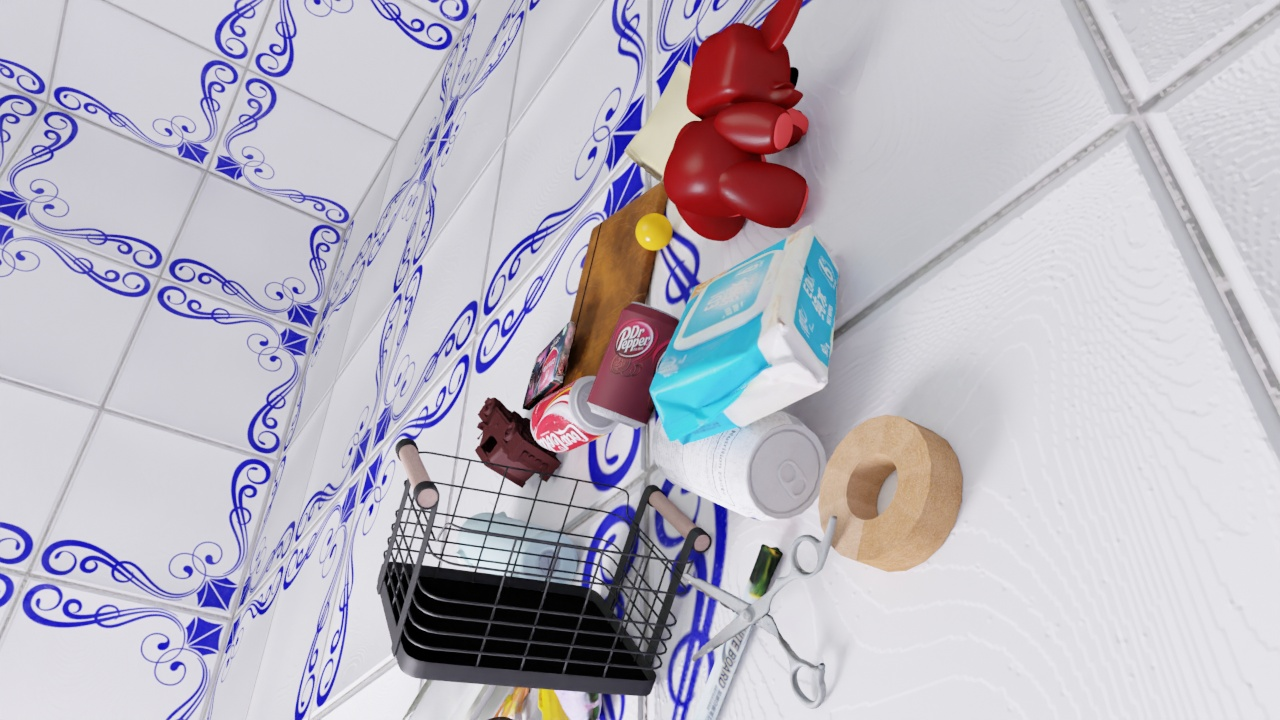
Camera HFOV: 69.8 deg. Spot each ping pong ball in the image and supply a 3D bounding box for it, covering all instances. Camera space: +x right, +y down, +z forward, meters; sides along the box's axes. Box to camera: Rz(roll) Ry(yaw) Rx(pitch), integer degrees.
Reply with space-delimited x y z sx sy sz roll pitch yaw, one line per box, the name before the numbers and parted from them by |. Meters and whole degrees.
ping pong ball | 0.015 -0.140 0.995 0.040 0.040 0.040 -43 35 40

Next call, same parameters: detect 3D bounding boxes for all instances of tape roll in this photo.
tape roll | 0.154 0.082 0.572 0.094 0.027 0.093 -43 35 40

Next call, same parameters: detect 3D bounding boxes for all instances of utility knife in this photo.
utility knife | -0.072 0.347 0.796 0.030 0.017 0.175 -26 38 12

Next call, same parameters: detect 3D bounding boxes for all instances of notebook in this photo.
notebook | -0.041 -0.070 1.074 0.179 0.014 0.248 -22 51 55

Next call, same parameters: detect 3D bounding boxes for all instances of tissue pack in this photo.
tissue pack | 0.083 -0.025 0.671 0.117 0.066 0.208 -26 19 28

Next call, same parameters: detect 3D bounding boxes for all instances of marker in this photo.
marker | 0.068 0.201 0.655 0.017 0.017 0.146 20 88 64

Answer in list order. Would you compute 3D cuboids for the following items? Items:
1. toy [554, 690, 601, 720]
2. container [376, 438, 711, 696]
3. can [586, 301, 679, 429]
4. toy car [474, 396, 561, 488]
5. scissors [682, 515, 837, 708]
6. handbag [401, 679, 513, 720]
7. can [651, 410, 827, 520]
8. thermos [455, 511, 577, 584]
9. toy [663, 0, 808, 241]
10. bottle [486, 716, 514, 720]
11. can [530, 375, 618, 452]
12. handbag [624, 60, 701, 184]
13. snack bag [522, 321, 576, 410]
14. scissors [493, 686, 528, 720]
toy | -0.061 0.270 0.799 0.100 0.036 0.080 -144 42 -66
container | -0.086 0.161 0.739 0.163 0.241 0.130 34 108 64
can | -0.005 0.005 0.893 0.063 0.063 0.114 14 82 64
toy car | -0.153 0.100 1.089 0.062 0.070 0.170 -55 26 -1
scissors | 0.083 0.160 0.612 0.141 0.014 0.172 45 122 42
handbag | -0.161 0.313 0.931 0.151 0.074 0.176 -57 -3 -3
can | 0.070 0.070 0.683 0.136 0.078 0.078 12 80 64
thermos | -0.139 0.203 0.986 0.077 0.065 0.207 -40 16 -25
toy | 0.091 -0.215 0.825 0.158 0.120 0.197 2 81 65
bottle | -0.119 0.375 0.824 0.056 0.056 0.105 -65 26 5
can | -0.071 0.059 0.973 0.105 0.064 0.064 -28 46 52
handbag | 0.054 -0.237 0.962 0.119 0.081 0.111 -57 35 17
snack bag | -0.110 0.010 1.107 0.155 0.018 0.074 143 143 -63
scissors | -0.117 0.329 0.904 0.131 0.012 0.073 -62 25 9
